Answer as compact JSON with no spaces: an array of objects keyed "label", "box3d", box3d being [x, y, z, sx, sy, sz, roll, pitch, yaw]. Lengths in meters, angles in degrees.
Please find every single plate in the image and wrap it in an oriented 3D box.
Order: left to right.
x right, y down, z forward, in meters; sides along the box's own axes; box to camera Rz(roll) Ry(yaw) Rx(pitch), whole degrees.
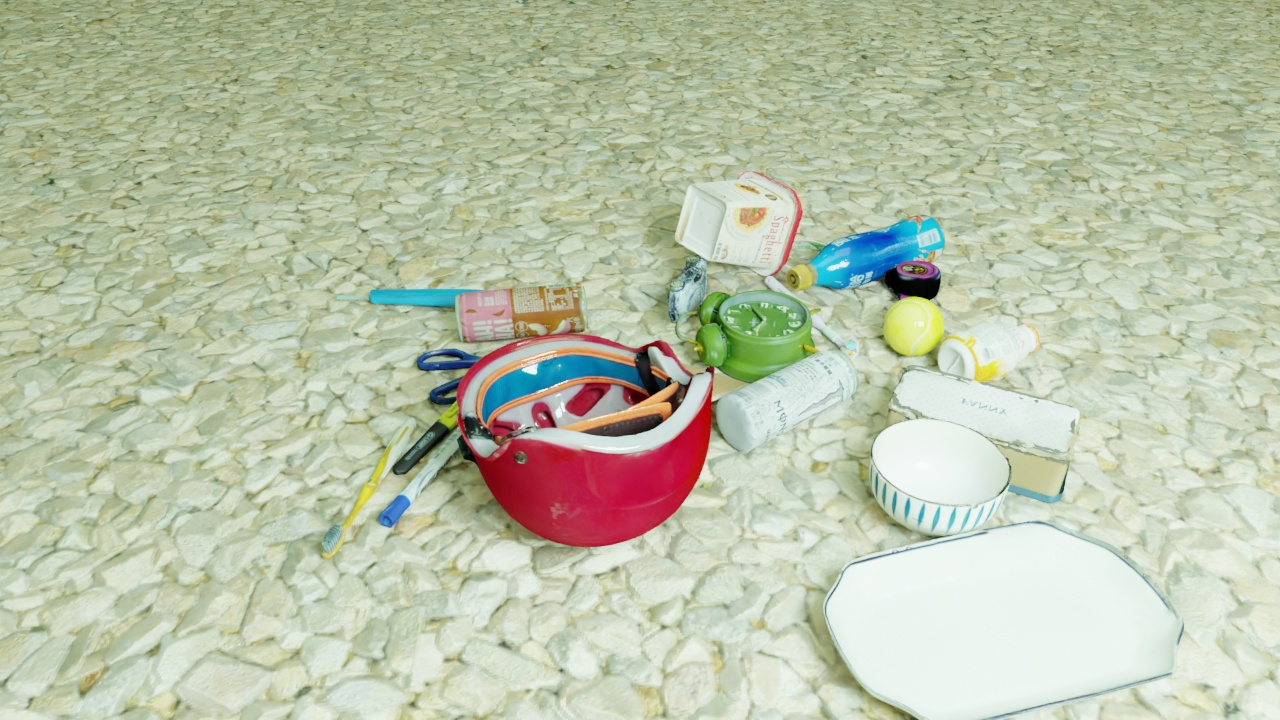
[{"label":"plate","box3d":[0.272,0.202,0.699,0.265,0.034,0.162,-10,36,-12]}]

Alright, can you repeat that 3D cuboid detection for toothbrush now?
[{"label":"toothbrush","box3d":[-0.249,0.110,0.852,0.016,0.018,0.190,8,36,9]},{"label":"toothbrush","box3d":[0.196,-0.054,1.080,0.021,0.029,0.189,27,16,-37]}]

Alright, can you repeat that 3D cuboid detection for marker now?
[{"label":"marker","box3d":[-0.197,0.103,0.864,0.017,0.017,0.145,13,37,18]},{"label":"marker","box3d":[-0.204,0.072,0.909,0.018,0.015,0.123,17,40,19]}]

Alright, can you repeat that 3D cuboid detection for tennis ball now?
[{"label":"tennis ball","box3d":[0.301,-0.037,1.012,0.065,0.066,0.065,0,35,0]}]

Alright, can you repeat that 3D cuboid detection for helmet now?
[{"label":"helmet","box3d":[-0.049,0.073,0.801,0.206,0.144,0.240,-21,26,-28]}]

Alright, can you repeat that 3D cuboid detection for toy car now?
[{"label":"toy car","box3d":[0.059,-0.084,1.097,0.031,0.049,0.105,9,37,20]}]

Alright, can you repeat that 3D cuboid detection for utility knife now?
[{"label":"utility knife","box3d":[-0.282,-0.077,1.119,0.188,0.018,0.034,1,24,4]}]

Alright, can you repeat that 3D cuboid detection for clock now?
[{"label":"clock","box3d":[0.119,-0.031,1.014,0.161,0.056,0.115,4,34,7]}]

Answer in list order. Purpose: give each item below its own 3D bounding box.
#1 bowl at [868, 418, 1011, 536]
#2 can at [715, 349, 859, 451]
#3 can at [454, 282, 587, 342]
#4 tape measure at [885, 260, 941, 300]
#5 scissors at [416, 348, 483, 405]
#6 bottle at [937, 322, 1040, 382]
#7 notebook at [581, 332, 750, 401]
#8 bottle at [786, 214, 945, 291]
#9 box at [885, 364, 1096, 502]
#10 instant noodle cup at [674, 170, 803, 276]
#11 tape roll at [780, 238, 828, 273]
[{"label":"bowl","box3d":[0.256,0.111,0.802,0.116,0.066,0.116,-1,34,0]},{"label":"can","box3d":[0.147,0.038,0.914,0.146,0.058,0.058,-23,41,-28]},{"label":"can","box3d":[-0.136,-0.055,1.051,0.147,0.058,0.057,-6,36,-7]},{"label":"tape measure","box3d":[0.335,-0.095,1.117,0.057,0.039,0.058,-19,34,-24]},{"label":"scissors","box3d":[-0.168,0.004,1.009,0.161,0.012,0.163,18,38,24]},{"label":"bottle","box3d":[0.372,-0.010,0.974,0.108,0.063,0.063,-17,38,-21]},{"label":"notebook","box3d":[-0.006,0.006,0.954,0.208,0.008,0.147,18,13,25]},{"label":"bottle","box3d":[0.278,-0.127,1.142,0.218,0.065,0.065,-19,39,-22]},{"label":"box","box3d":[0.327,0.068,0.870,0.184,0.061,0.089,20,40,23]},{"label":"instant noodle cup","box3d":[0.119,-0.171,1.143,0.124,0.116,0.117,-7,32,-39]},{"label":"tape roll","box3d":[0.217,-0.133,1.194,0.086,0.014,0.085,0,35,0]}]
